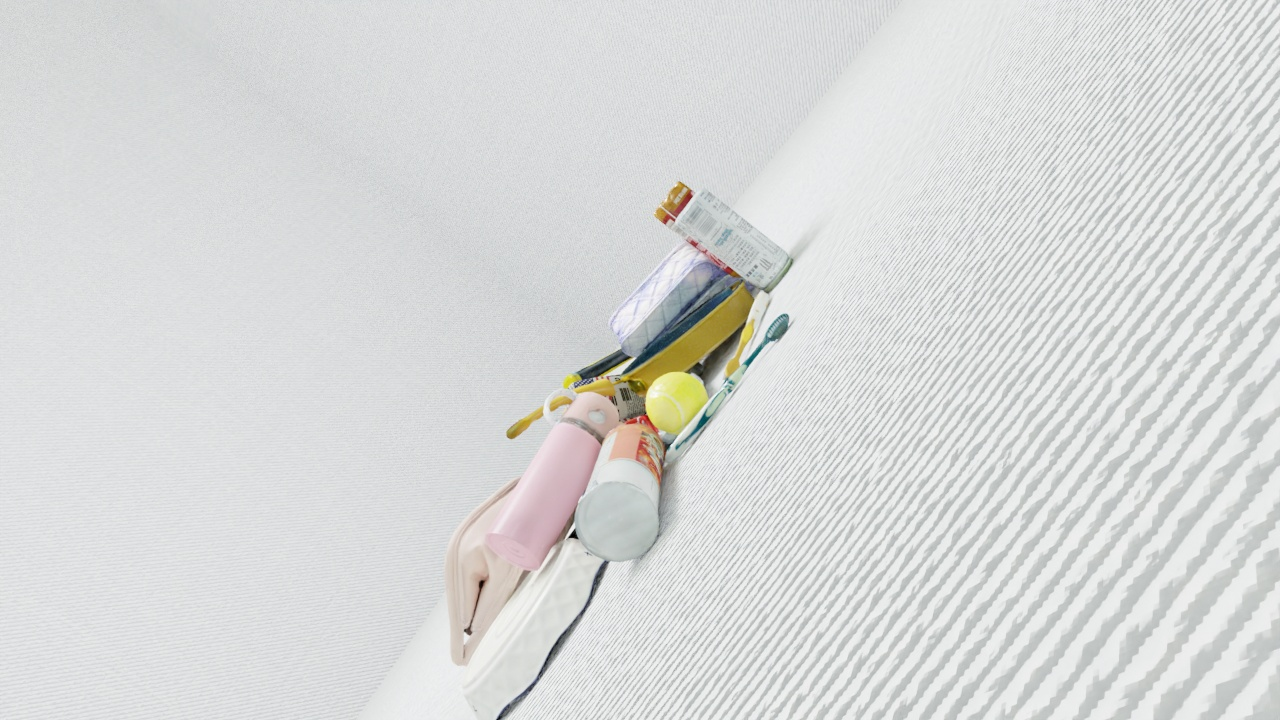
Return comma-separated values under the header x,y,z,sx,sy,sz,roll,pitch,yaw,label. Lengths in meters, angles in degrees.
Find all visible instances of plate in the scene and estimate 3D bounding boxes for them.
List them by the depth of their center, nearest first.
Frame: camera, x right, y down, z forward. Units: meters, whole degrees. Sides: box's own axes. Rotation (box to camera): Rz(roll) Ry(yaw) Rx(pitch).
x,y,z,sx,sy,sz,roll,pitch,yaw,label
-0.109,0.260,0.912,0.205,0.045,0.205,-53,3,4,plate

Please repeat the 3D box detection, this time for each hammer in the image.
x,y,z,sx,sy,sz,roll,pitch,yaw,label
0.012,-0.031,1.426,0.322,0.032,0.126,-30,-9,-35,hammer

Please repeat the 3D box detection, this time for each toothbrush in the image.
x,y,z,sx,sy,sz,roll,pitch,yaw,label
0.085,0.030,0.902,0.192,0.016,0.018,-52,15,11,toothbrush
0.119,-0.029,1.025,0.018,0.016,0.190,-61,-1,37,toothbrush

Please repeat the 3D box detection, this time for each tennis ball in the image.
x,y,z,sx,sy,sz,roll,pitch,yaw,label
0.038,0.044,0.947,0.065,0.065,0.065,-53,4,5,tennis ball

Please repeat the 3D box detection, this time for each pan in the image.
x,y,z,sx,sy,sz,roll,pitch,yaw,label
-0.007,0.007,1.130,0.356,0.078,0.198,-40,4,-20,pan

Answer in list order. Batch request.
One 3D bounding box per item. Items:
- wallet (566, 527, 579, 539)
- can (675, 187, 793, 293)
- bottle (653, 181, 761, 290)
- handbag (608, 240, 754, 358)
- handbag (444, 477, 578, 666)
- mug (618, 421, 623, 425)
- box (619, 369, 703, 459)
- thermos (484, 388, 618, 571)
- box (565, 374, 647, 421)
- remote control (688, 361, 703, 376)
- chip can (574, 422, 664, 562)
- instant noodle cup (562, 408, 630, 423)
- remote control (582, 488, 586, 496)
x,y,z,sx,sy,sz,roll,pitch,yaw,label
-0.048,0.177,1.137,0.122,0.020,0.097,-53,3,-32,wallet
0.116,-0.149,1.141,0.058,0.146,0.058,-52,4,5,can
0.101,-0.160,1.199,0.057,0.175,0.057,-52,4,5,bottle
0.057,-0.073,1.295,0.194,0.134,0.075,-46,50,25,handbag
-0.169,0.272,1.109,0.192,0.093,0.235,-41,-28,-63,handbag
-0.061,0.107,1.267,0.084,0.103,0.124,-50,5,32,mug
0.014,0.075,1.082,0.161,0.058,0.201,-42,5,1,box
-0.095,0.117,0.973,0.198,0.087,0.067,-61,5,-32,thermos
-0.033,0.053,1.244,0.164,0.068,0.052,-4,-41,-39,box
0.035,0.055,1.214,0.135,0.019,0.056,-52,4,9,remote control
-0.015,0.117,0.871,0.071,0.071,0.214,-52,4,10,chip can
-0.076,0.106,1.427,0.114,0.118,0.118,-61,4,-3,instant noodle cup
-0.050,0.150,1.334,0.136,0.024,0.053,-55,3,-25,remote control
